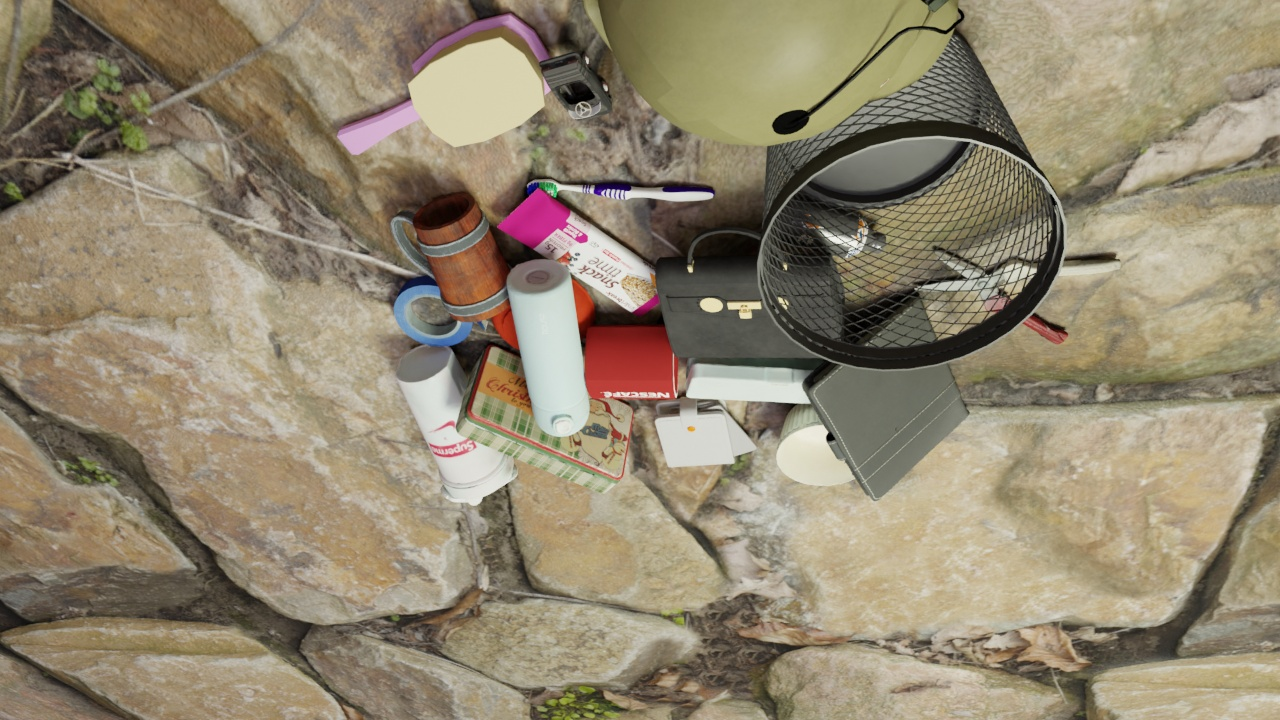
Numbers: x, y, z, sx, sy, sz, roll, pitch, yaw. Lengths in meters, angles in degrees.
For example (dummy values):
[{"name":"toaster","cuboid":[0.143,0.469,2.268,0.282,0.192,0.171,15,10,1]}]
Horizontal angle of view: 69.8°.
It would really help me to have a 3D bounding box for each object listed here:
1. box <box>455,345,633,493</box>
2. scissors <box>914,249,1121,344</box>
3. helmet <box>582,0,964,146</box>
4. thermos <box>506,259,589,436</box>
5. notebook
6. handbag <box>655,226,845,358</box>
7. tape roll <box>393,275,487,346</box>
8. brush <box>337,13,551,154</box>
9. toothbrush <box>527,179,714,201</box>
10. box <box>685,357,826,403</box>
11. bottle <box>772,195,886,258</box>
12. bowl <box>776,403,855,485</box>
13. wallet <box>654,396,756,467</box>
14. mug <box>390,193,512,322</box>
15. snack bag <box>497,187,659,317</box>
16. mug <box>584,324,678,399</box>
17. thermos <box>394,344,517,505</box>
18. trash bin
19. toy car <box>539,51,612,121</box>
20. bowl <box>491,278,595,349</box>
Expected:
[{"name":"box","cuboid":[-0.109,0.070,1.086,0.205,0.117,0.050,26,134,-17]},{"name":"scissors","cuboid":[0.398,-0.076,0.954,0.180,0.015,0.198,-28,125,32]},{"name":"helmet","cuboid":[0.079,-0.264,0.613,0.250,0.255,0.234,37,124,-23]},{"name":"thermos","cuboid":[-0.095,-0.007,0.983,0.065,0.077,0.207,-10,132,-6]},{"name":"notebook","cuboid":[0.279,0.047,1.028,0.169,0.029,0.209,-39,124,-5]},{"name":"handbag","cuboid":[0.102,-0.075,0.887,0.176,0.072,0.196,0,156,16]},{"name":"tape roll","cuboid":[-0.233,-0.055,1.042,0.093,0.016,0.091,-17,131,22]},{"name":"brush","cuboid":[-0.188,-0.233,0.838,0.229,0.043,0.089,-18,131,22]},{"name":"toothbrush","cuboid":[-0.020,-0.167,0.907,0.187,0.016,0.015,3,141,4]},{"name":"box","cuboid":[0.151,0.021,1.050,0.199,0.067,0.084,2,132,-2]},{"name":"bottle","cuboid":[0.187,-0.128,0.902,0.112,0.046,0.047,13,135,-7]},{"name":"bowl","cuboid":[0.221,0.093,1.109,0.115,0.062,0.115,3,135,3]},{"name":"wallet","cuboid":[0.083,0.090,1.141,0.115,0.037,0.118,-5,138,11]},{"name":"mug","cuboid":[-0.197,-0.108,0.950,0.117,0.081,0.111,6,135,27]},{"name":"snack bag","cuboid":[-0.051,-0.107,0.959,0.196,0.016,0.070,31,133,-31]},{"name":"mug","cuboid":[-0.006,0.006,1.041,0.096,0.080,0.116,0,164,6]},{"name":"thermos","cuboid":[-0.229,0.083,1.132,0.099,0.099,0.221,-7,130,13]},{"name":"trash bin","cuboid":[0.204,-0.148,0.750,0.218,0.226,0.218,3,135,3]},{"name":"toy car","cuboid":[-0.055,-0.237,0.805,0.040,0.037,0.092,-11,166,15]},{"name":"bowl","cuboid":[-0.113,-0.046,1.025,0.122,0.035,0.122,3,135,3]}]
